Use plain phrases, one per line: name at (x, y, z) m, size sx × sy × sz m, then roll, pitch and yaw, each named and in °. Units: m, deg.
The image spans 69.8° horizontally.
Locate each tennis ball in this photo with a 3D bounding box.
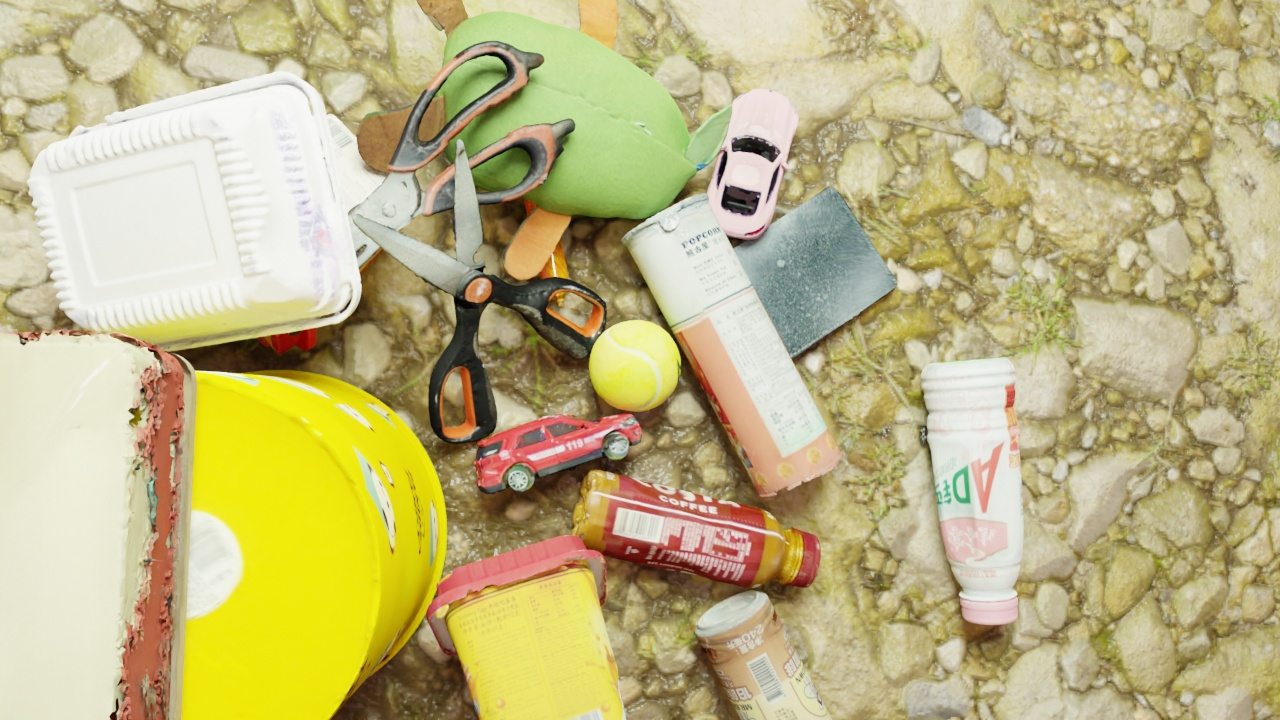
tennis ball at (-0.004, 0.004, 0.651) m, size 0.065 × 0.065 × 0.065 m, roll 1°, pitch 84°, yaw -11°

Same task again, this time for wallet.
wallet at (0.130, -0.068, 0.710) m, size 0.120 × 0.019 × 0.097 m, roll -33°, pitch 90°, yaw -14°

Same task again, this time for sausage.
sausage at (-0.075, -0.119, 0.673) m, size 0.021 × 0.021 × 0.165 m, roll -11°, pitch 86°, yaw -12°

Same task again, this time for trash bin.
trash bin at (-0.225, 0.107, 0.502) m, size 0.229 × 0.255 × 0.229 m, roll 1°, pitch 84°, yaw -10°

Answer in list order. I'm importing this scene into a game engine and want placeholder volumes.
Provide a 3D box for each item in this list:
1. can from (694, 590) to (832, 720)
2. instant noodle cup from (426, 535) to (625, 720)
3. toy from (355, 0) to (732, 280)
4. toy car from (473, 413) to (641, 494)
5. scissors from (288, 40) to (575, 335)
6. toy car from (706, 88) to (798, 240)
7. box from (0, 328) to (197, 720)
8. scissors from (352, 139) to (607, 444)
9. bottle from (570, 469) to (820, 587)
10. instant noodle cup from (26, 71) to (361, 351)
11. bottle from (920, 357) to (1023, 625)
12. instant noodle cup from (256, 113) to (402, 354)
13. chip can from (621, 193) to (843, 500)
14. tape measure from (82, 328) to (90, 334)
can at (0.089, 0.227, 0.651) m, size 0.058 × 0.058 × 0.116 m, roll -28°, pitch 90°, yaw -13°
instant noodle cup at (-0.064, 0.194, 0.581) m, size 0.116 × 0.116 × 0.123 m, roll -16°, pitch 59°, yaw -13°
toy at (-0.061, -0.165, 0.624) m, size 0.246 × 0.090 × 0.227 m, roll 17°, pitch 85°, yaw -28°
toy car at (-0.058, 0.060, 0.642) m, size 0.120 × 0.053 × 0.045 m, roll -15°, pitch 91°, yaw -14°
scissors at (-0.129, -0.093, 0.551) m, size 0.194 × 0.015 × 0.206 m, roll 5°, pitch 99°, yaw -24°
toy car at (0.084, -0.151, 0.695) m, size 0.056 × 0.037 × 0.122 m, roll 15°, pitch 80°, yaw 2°
box at (-0.219, 0.074, 0.334) m, size 0.091 × 0.079 × 0.168 m, roll 1°, pitch 84°, yaw -9°
scissors at (-0.100, -0.028, 0.591) m, size 0.220 × 0.022 × 0.225 m, roll 4°, pitch 120°, yaw -48°
bottle at (0.040, 0.124, 0.652) m, size 0.175 × 0.057 × 0.057 m, roll 15°, pitch 81°, yaw -9°
instant noodle cup at (-0.249, -0.074, 0.495) m, size 0.174 × 0.060 × 0.138 m, roll -8°, pitch 98°, yaw 15°
bottle at (0.255, 0.097, 0.695) m, size 0.068 × 0.068 × 0.197 m, roll -5°, pitch 90°, yaw -12°
instant noodle cup at (-0.224, -0.085, 0.601) m, size 0.116 × 0.116 × 0.124 m, roll 46°, pitch 67°, yaw -3°
chip can at (0.067, -0.009, 0.664) m, size 0.071 × 0.071 × 0.214 m, roll -28°, pitch 90°, yaw -13°
tape measure at (-0.342, -0.039, 0.610) m, size 0.060 × 0.029 × 0.057 m, roll -31°, pitch 92°, yaw -12°
